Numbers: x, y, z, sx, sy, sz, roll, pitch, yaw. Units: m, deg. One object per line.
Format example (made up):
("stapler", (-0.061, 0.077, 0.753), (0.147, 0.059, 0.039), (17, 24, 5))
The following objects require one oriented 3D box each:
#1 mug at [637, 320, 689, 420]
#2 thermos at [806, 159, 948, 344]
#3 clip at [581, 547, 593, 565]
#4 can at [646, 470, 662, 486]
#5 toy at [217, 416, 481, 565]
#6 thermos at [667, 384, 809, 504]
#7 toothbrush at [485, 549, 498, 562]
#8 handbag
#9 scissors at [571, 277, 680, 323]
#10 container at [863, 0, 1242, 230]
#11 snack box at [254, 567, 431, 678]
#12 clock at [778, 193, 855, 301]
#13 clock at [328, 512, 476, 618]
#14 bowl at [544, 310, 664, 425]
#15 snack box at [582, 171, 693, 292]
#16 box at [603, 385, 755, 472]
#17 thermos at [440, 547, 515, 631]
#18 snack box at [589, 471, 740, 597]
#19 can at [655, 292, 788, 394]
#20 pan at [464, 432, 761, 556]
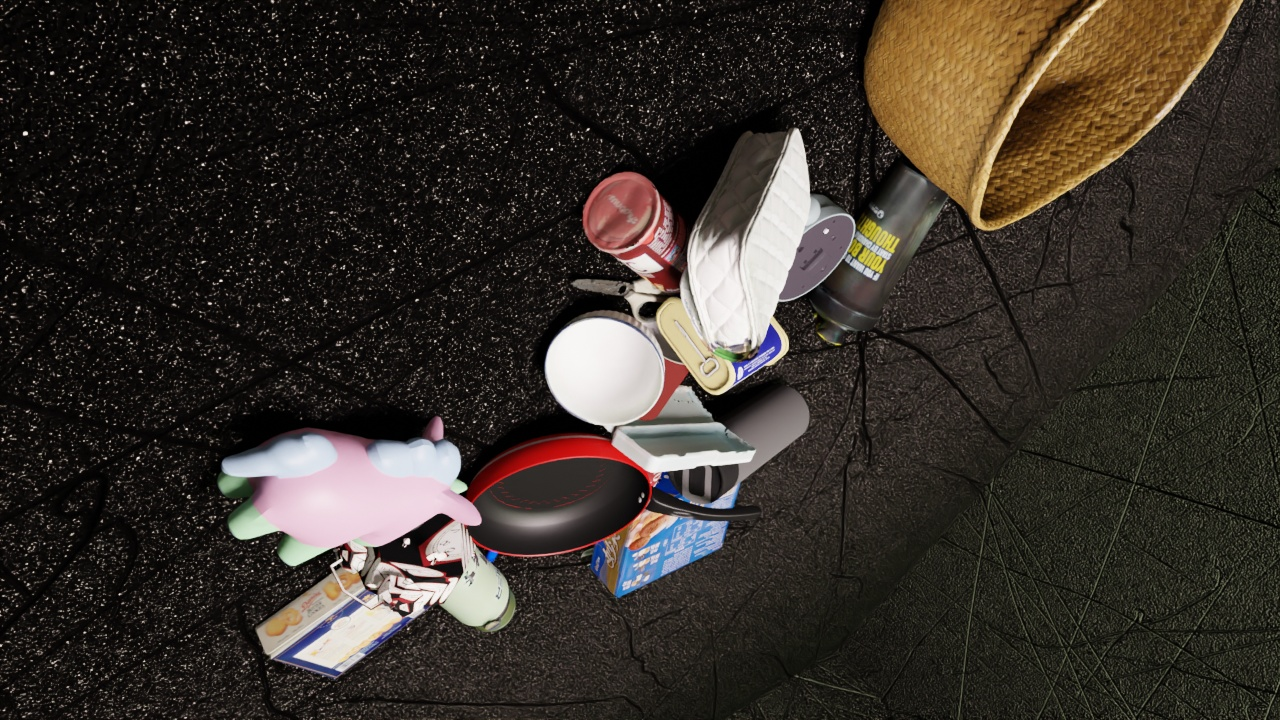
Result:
("mug", (-0.006, 0.006, 0.978), (0.105, 0.073, 0.083), (19, 121, -25))
("thermos", (0.281, -0.128, 1.103), (0.098, 0.098, 0.221), (-3, 129, -48))
("clip", (-0.032, 0.279, 1.355), (0.101, 0.050, 0.059), (-3, 147, -50))
("can", (0.006, 0.126, 1.168), (0.053, 0.054, 0.097), (-15, 143, -38))
("toy", (-0.247, 0.103, 0.788), (0.171, 0.120, 0.222), (-28, 152, -3))
("thermos", (0.132, 0.106, 1.202), (0.239, 0.082, 0.082), (-26, 151, -50))
("toothbrush", (-0.151, 0.191, 1.111), (0.016, 0.018, 0.183), (-5, 137, -46))
("handbag", (0.098, -0.111, 0.834), (0.139, 0.072, 0.194), (73, 34, -43))
("scissors", (-0.005, -0.079, 0.906), (0.121, 0.012, 0.171), (-43, 150, -2))
("container", (0.361, -0.300, 0.837), (0.306, 0.196, 0.308), (-29, 152, -18))
("snack box", (-0.320, 0.282, 1.014), (0.144, 0.042, 0.145), (-36, 151, -7))
("clock", (0.172, -0.129, 1.013), (0.123, 0.045, 0.159), (-47, 150, 13))
("clock", (-0.233, 0.189, 0.901), (0.065, 0.114, 0.154), (-56, 165, 27))
("bowl", (-0.031, -0.001, 0.909), (0.118, 0.118, 0.062), (-56, -173, 27))
("snack box", (0.008, -0.110, 0.816), (0.072, 0.072, 0.121), (-45, 152, 9))
("box", (0.033, 0.075, 1.040), (0.196, 0.134, 0.041), (3, 120, -52))
("thermos", (-0.206, 0.266, 1.084), (0.082, 0.082, 0.232), (-34, 151, -11))
("snack box", (0.038, 0.227, 1.303), (0.202, 0.069, 0.155), (-17, 133, -36))
("can", (0.083, -0.031, 0.952), (0.092, 0.116, 0.057), (-30, 170, -40))
("pan", (-0.025, 0.157, 1.053), (0.355, 0.067, 0.209), (2, 140, -23))
